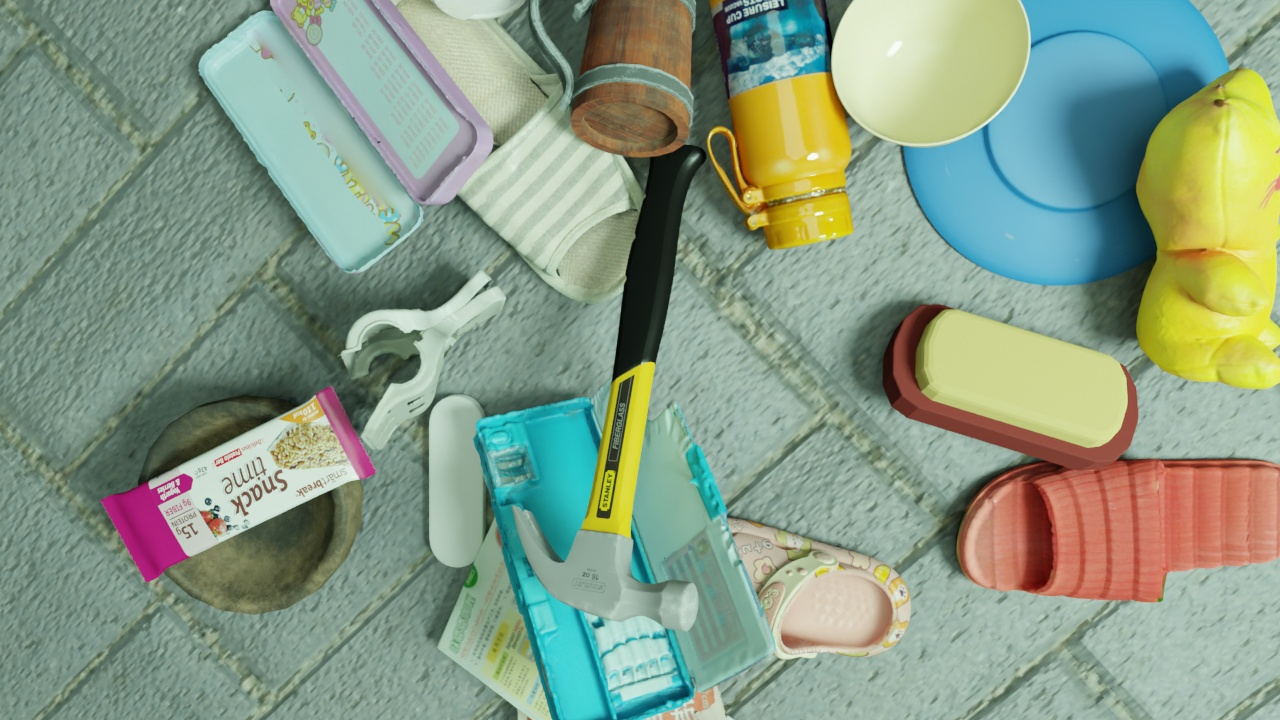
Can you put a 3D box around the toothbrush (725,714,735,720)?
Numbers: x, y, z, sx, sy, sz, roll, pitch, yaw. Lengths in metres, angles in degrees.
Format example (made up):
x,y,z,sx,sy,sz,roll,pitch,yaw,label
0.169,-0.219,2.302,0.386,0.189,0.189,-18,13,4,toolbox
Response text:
x,y,z,sx,sy,sz,roll,pitch,yaw,label
0.141,0.333,0.717,0.187,0.017,0.012,33,110,1,toothbrush

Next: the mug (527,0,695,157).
x,y,z,sx,sy,sz,roll,pitch,yaw,label
-0.019,-0.209,0.613,0.117,0.082,0.111,9,75,-13,mug

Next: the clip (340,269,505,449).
x,y,z,sx,sy,sz,roll,pitch,yaw,label
-0.168,-0.013,0.653,0.105,0.127,0.151,29,76,-9,clip

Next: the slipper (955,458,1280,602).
x,y,z,sx,sy,sz,roll,pitch,yaw,label
0.353,0.119,0.650,0.249,0.059,0.103,-8,97,5,slipper

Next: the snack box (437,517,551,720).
x,y,z,sx,sy,sz,roll,pitch,yaw,label
-0.061,0.202,0.687,0.168,0.027,0.132,28,100,22,snack box

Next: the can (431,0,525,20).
x,y,z,sx,sy,sz,roll,pitch,yaw,label
-0.112,-0.299,0.617,0.067,0.067,0.121,-7,79,6,can

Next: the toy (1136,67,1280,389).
x,y,z,sx,sy,sz,roll,pitch,yaw,label
0.369,-0.083,0.596,0.088,0.134,0.194,2,117,37,toy

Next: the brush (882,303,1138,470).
x,y,z,sx,sy,sz,roll,pitch,yaw,label
0.258,0.015,0.635,0.173,0.042,0.082,17,69,3,brush

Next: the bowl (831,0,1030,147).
x,y,z,sx,sy,sz,roll,pitch,yaw,label
0.190,-0.191,0.604,0.118,0.074,0.118,0,89,18,bowl

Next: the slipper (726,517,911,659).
x,y,z,sx,sy,sz,roll,pitch,yaw,label
0.103,0.173,0.669,0.197,0.081,0.093,8,97,2,slipper

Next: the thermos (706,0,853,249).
x,y,z,sx,sy,sz,roll,pitch,yaw,label
0.088,-0.193,0.628,0.092,0.076,0.233,-8,98,31,thermos

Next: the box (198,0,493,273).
x,y,z,sx,sy,sz,roll,pitch,yaw,label
-0.212,-0.182,0.650,0.151,0.040,0.214,-40,79,12,box

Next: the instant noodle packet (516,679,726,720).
x,y,z,sx,sy,sz,roll,pitch,yaw,label
-0.003,0.332,0.714,0.164,0.084,0.221,-12,85,11,instant noodle packet

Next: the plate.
x,y,z,sx,sy,sz,roll,pitch,yaw,label
0.298,-0.164,0.635,0.224,0.024,0.224,1,97,5,plate

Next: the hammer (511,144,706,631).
x,y,z,sx,sy,sz,roll,pitch,yaw,label
-0.004,0.003,0.604,0.127,0.029,0.323,3,73,23,hammer

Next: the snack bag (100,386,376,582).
x,y,z,sx,sy,sz,roll,pitch,yaw,label
-0.287,0.090,0.652,0.197,0.016,0.070,-25,96,8,snack bag

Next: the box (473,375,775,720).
x,y,z,sx,sy,sz,roll,pitch,yaw,label
-0.013,0.120,0.625,0.168,0.086,0.227,-27,65,12,box

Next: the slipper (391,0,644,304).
x,y,z,sx,sy,sz,roll,pitch,yaw,label
-0.092,-0.161,0.659,0.114,0.054,0.272,-37,92,3,slipper

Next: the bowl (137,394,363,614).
x,y,z,sx,sy,sz,roll,pitch,yaw,label
-0.287,0.104,0.699,0.162,0.070,0.162,1,97,5,bowl

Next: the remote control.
x,y,z,sx,sy,sz,roll,pitch,yaw,label
-0.142,0.094,0.714,0.043,0.013,0.136,2,98,5,remote control
